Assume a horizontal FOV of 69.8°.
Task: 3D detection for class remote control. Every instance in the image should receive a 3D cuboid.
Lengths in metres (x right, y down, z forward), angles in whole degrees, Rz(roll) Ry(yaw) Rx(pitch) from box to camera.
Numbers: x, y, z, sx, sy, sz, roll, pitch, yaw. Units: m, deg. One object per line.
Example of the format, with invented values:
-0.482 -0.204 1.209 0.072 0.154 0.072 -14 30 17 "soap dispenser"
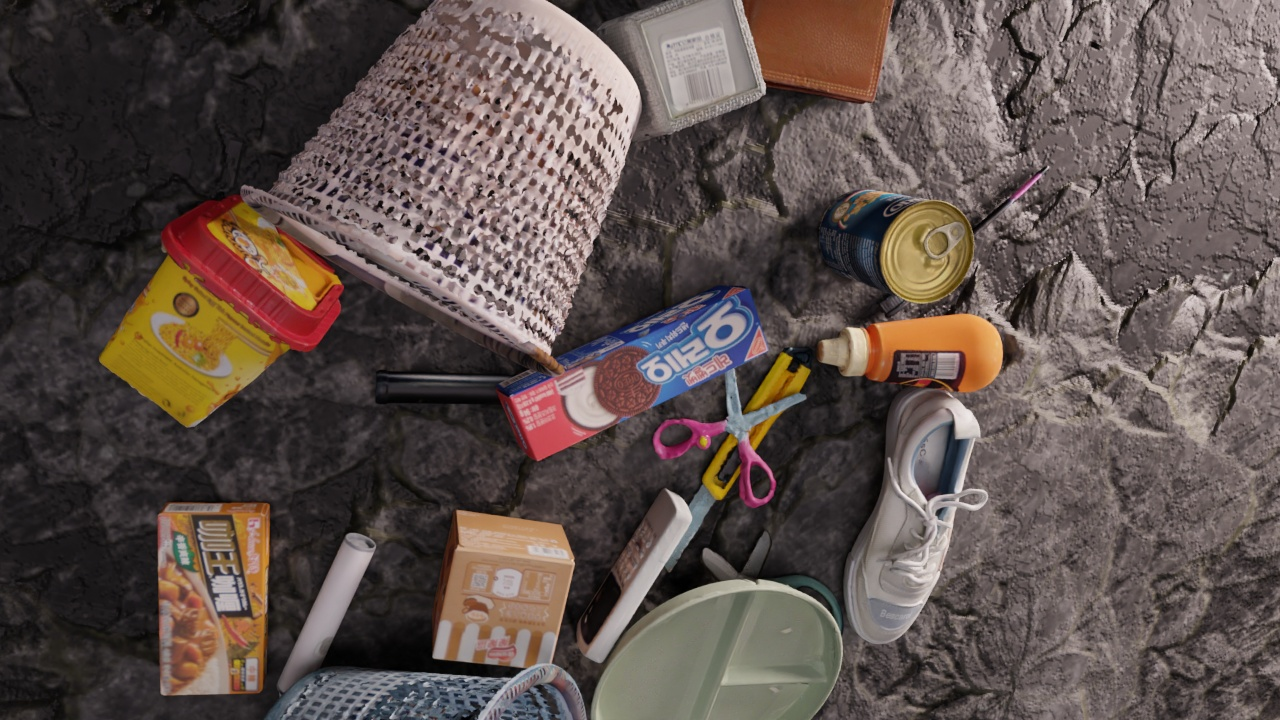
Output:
-0.008 0.178 0.763 0.021 0.058 0.150 31 95 -15 "remote control"

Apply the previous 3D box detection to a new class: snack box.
-0.329 0.184 0.710 0.075 0.026 0.154 3 103 -14 "snack box"
-0.112 0.181 0.731 0.092 0.077 0.094 11 100 -15 "snack box"
-0.004 0.004 0.706 0.207 0.057 0.058 -25 105 -15 "snack box"

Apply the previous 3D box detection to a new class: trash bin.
-0.173 0.318 0.673 0.195 0.226 0.227 6 105 23 "trash bin"
-0.106 -0.124 0.598 0.227 0.228 0.192 31 83 -18 "trash bin"

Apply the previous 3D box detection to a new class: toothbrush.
-0.269 0.240 0.736 0.026 0.026 0.221 17 102 -54 "toothbrush"
-0.098 0.022 0.722 0.212 0.026 0.027 1 68 -15 "toothbrush"
0.275 -0.104 0.780 0.189 0.014 0.018 -43 96 0 "toothbrush"

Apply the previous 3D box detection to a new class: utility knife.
0.081 0.085 0.782 0.033 0.015 0.231 30 96 -15 "utility knife"

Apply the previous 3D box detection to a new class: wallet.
0.131 -0.257 0.701 0.124 0.032 0.101 6 100 -14 "wallet"

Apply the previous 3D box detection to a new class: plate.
0.066 0.277 0.795 0.230 0.027 0.230 -8 120 -14 "plate"

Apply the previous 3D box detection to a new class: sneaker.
0.243 0.146 0.795 0.089 0.090 0.242 6 103 -13 "sneaker"

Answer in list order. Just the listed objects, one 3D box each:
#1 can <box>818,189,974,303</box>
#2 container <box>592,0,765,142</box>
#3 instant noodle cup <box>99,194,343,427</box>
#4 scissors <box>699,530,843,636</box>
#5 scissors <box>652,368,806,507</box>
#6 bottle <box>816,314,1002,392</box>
0.194 -0.092 0.713 0.075 0.111 0.075 -4 106 -14 "can"
0.026 -0.208 0.643 0.090 0.114 0.090 -23 107 -7 "container"
-0.287 -0.031 0.626 0.124 0.116 0.116 -42 109 12 "instant noodle cup"
0.097 0.242 0.825 0.175 0.019 0.170 35 96 -19 "scissors"
0.079 0.062 0.763 0.133 0.017 0.136 -23 89 1 "scissors"
0.221 -0.007 0.769 0.149 0.066 0.067 1 104 -5 "bottle"
